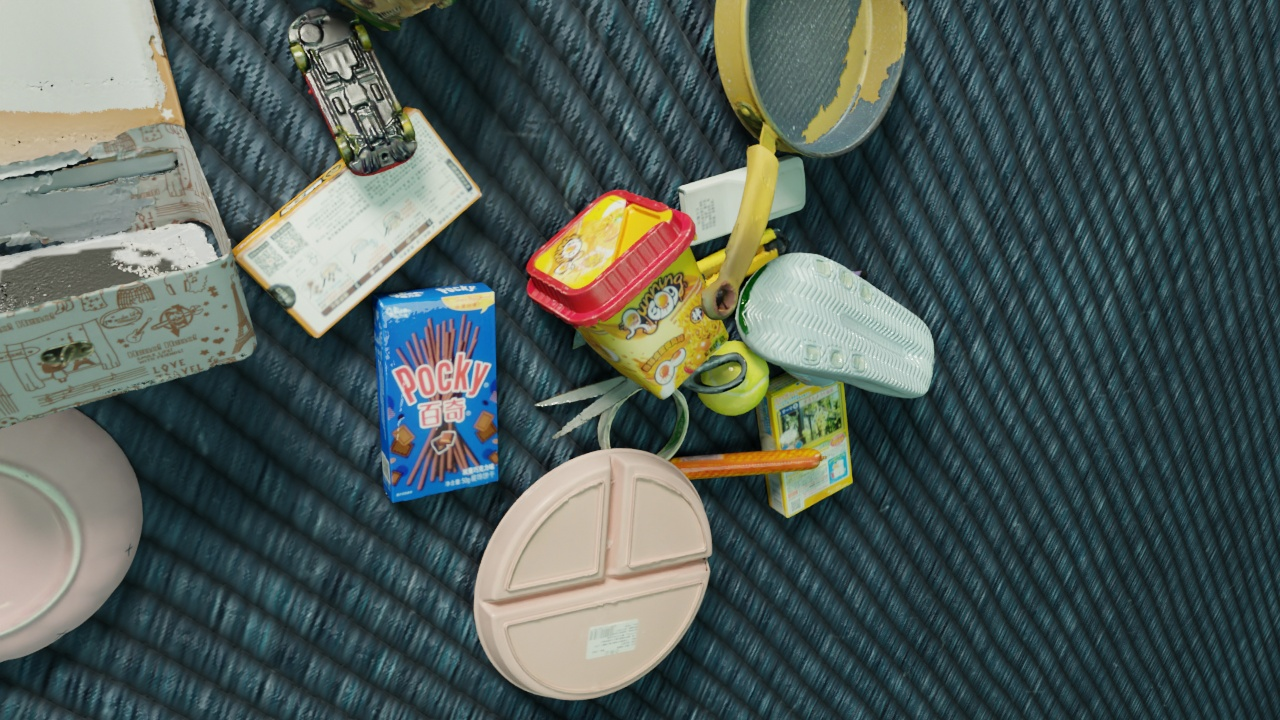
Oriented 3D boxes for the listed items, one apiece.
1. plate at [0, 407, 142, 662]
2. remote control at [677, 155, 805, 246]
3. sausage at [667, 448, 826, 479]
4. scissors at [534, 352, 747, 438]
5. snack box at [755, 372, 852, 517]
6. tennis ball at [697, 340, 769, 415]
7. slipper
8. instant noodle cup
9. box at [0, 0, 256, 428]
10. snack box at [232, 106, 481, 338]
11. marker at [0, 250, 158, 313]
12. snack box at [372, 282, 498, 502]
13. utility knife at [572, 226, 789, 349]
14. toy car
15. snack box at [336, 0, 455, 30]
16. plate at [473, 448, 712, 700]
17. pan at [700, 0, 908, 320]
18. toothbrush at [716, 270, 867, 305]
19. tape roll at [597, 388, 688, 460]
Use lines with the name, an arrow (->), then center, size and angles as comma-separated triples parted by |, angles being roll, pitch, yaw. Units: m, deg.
plate -> -0.405, 0.108, 0.548 | 0.192, 0.039, 0.193 | -12, 114, -28
remote control -> 0.087, -0.136, 0.771 | 0.124, 0.024, 0.049 | -21, 117, -23
sausage -> 0.094, 0.095, 0.841 | 0.165, 0.021, 0.021 | -2, 110, -13
scissors -> 0.007, 0.014, 0.752 | 0.014, 0.164, 0.163 | 89, 21, -59
snack box -> 0.160, 0.074, 0.891 | 0.086, 0.034, 0.140 | -23, 120, -23
tennis ball -> 0.079, 0.015, 0.797 | 0.065, 0.065, 0.065 | -12, 114, -28
slipper -> 0.175, -0.023, 0.828 | 0.245, 0.074, 0.104 | 18, 74, -35
instant noodle cup -> -0.004, -0.046, 0.693 | 0.116, 0.116, 0.124 | -43, 126, -11
box -> -0.328, -0.101, 0.486 | 0.179, 0.136, 0.269 | -18, 86, -25
snack box -> -0.187, -0.093, 0.616 | 0.153, 0.026, 0.075 | -44, 124, -11
marker -> -0.353, -0.035, 0.540 | 0.145, 0.017, 0.017 | -26, 120, -21
snack box -> -0.150, 0.024, 0.682 | 0.084, 0.026, 0.157 | -9, 113, -28
utility knife -> 0.038, -0.061, 0.774 | 0.222, 0.015, 0.033 | -27, 118, -20
toy car -> -0.181, -0.169, 0.577 | 0.049, 0.031, 0.106 | -27, 96, -16
snack box -> -0.150, -0.273, 0.525 | 0.117, 0.118, 0.105 | 31, 80, -36
plate -> -0.030, 0.188, 0.783 | 0.229, 0.028, 0.230 | -10, 109, -30
pan -> 0.112, -0.189, 0.696 | 0.197, 0.078, 0.357 | 38, 76, -40
toothbrush -> 0.138, -0.069, 0.838 | 0.188, 0.017, 0.014 | -12, 125, -31
tape roll -> 0.003, 0.057, 0.798 | 0.085, 0.014, 0.086 | -11, 114, -28
